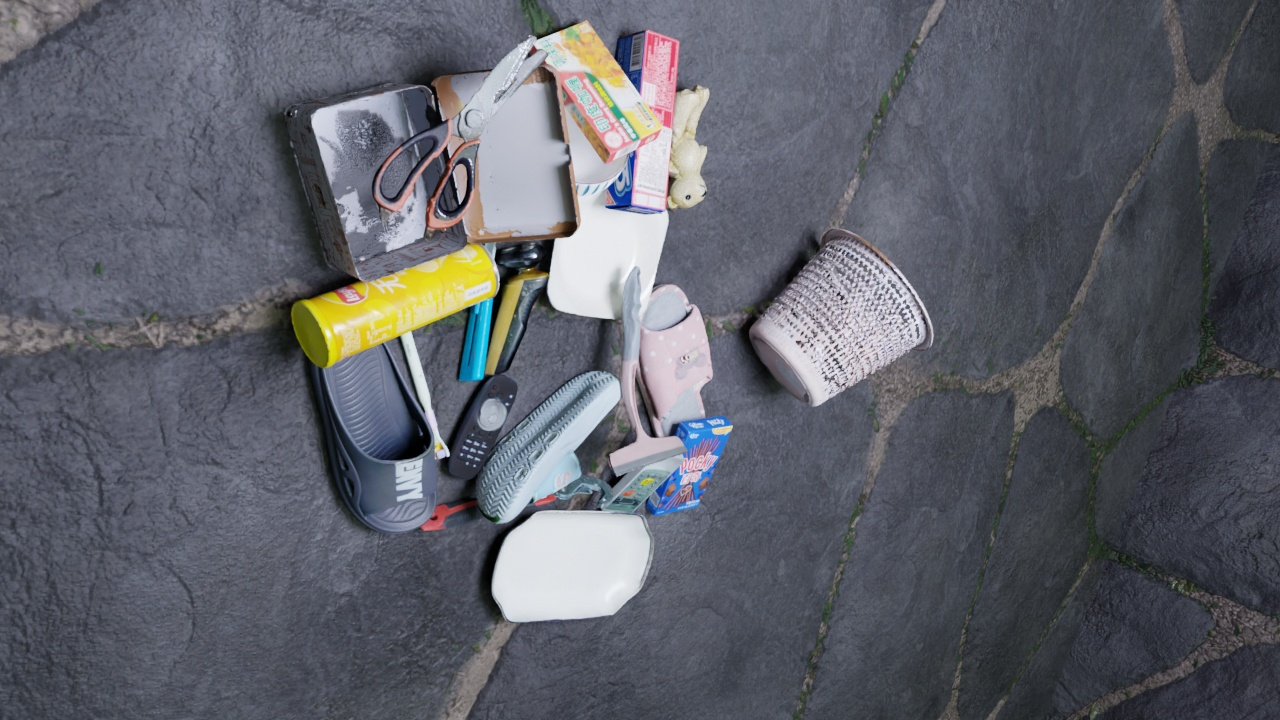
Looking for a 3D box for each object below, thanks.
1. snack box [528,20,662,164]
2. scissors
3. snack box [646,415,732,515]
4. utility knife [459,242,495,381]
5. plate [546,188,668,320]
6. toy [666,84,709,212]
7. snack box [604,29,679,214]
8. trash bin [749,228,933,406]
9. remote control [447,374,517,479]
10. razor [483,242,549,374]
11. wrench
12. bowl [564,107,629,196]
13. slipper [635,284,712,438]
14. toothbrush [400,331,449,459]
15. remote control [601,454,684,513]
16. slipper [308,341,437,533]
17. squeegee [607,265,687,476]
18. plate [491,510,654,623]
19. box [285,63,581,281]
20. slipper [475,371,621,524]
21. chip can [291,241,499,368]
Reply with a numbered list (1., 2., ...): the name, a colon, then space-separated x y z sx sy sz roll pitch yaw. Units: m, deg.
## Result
1. snack box: -0.050 -0.301 1.028 0.076 0.027 0.156 -32 85 -25
2. scissors: -0.160 -0.210 0.878 0.205 0.015 0.197 -14 115 -15
3. snack box: 0.070 0.152 1.320 0.084 0.026 0.157 -5 127 -38
4. utility knife: -0.183 -0.078 1.062 0.018 0.034 0.216 -2 105 -49
5. plate: -0.047 -0.135 1.145 0.164 0.034 0.164 7 101 -40
6. toy: 0.060 -0.268 1.162 0.104 0.066 0.157 -29 132 -48
7. snack box: 0.001 -0.279 1.093 0.058 0.057 0.207 3 92 -40
8. trash bin: 0.276 -0.046 1.337 0.192 0.227 0.227 -39 127 -6
9. remote control: -0.194 0.079 1.113 0.053 0.024 0.136 28 86 -40
10. razor: -0.154 -0.061 1.082 0.067 0.062 0.167 17 102 -11
11. wrench: -0.156 0.181 1.169 0.272 0.056 0.016 -4 132 -34
12. bowl: -0.077 -0.236 1.050 0.116 0.066 0.116 6 68 -16
13. slipper: 0.051 0.024 1.269 0.114 0.054 0.275 -28 124 -29
14. toothbrush: -0.253 0.030 1.052 0.020 0.029 0.190 -67 152 -62
15. remote control: 0.002 0.167 1.259 0.056 0.019 0.135 14 131 -39
16. slipper: -0.284 0.085 1.004 0.110 0.083 0.268 -26 118 -30
17. squeegee: -0.007 0.007 1.152 0.247 0.040 0.249 -2 87 -67
18. plate: -0.094 0.276 1.259 0.265 0.034 0.162 8 100 -40
19. box: -0.204 -0.194 0.936 0.273 0.125 0.179 -14 116 -10
20. slipper: -0.108 0.109 1.143 0.244 0.104 0.074 -47 125 -25
21. chip can: -0.251 -0.063 0.963 0.212 0.072 0.072 -28 122 -38
